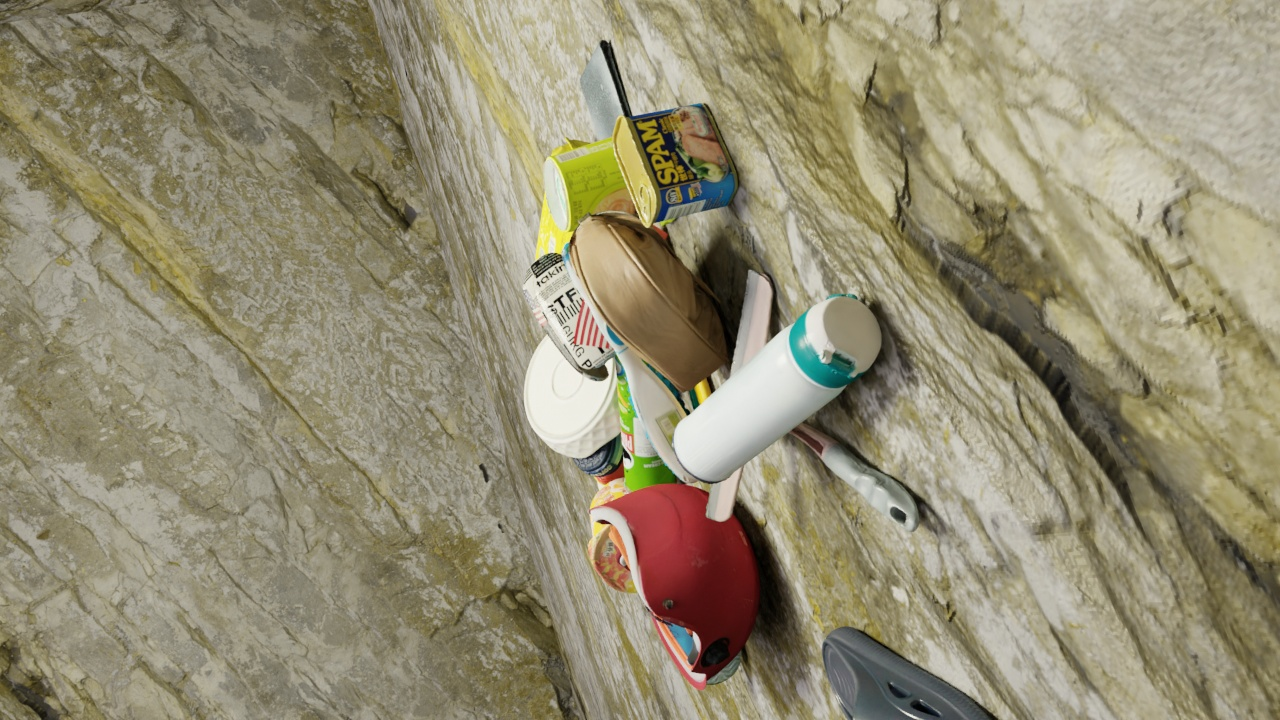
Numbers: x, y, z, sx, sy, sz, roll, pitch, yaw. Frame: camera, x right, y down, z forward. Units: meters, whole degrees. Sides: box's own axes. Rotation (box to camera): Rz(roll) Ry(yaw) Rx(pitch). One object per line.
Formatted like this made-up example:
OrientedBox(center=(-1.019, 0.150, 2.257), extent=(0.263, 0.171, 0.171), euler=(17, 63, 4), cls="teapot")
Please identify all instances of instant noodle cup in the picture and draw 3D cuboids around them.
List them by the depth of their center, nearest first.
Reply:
OrientedBox(center=(-0.035, -0.187, 0.978), extent=(0.112, 0.123, 0.111), euler=(164, 90, -74), cls="instant noodle cup")
OrientedBox(center=(-0.008, 0.234, 1.274), extent=(0.109, 0.138, 0.138), euler=(-119, 20, -62), cls="instant noodle cup")

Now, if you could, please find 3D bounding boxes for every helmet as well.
OrientedBox(center=(0.060, 0.242, 1.036), extent=(0.207, 0.143, 0.240), euler=(44, 161, 57), cls="helmet")

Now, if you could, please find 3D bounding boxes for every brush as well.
OrientedBox(center=(-0.006, 0.006, 1.021), extent=(0.314, 0.060, 0.109), euler=(61, -179, -11), cls="brush")

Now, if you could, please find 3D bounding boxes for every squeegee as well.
OrientedBox(center=(0.151, 0.077, 0.762), extent=(0.249, 0.040, 0.248), euler=(37, 123, 56), cls="squeegee")

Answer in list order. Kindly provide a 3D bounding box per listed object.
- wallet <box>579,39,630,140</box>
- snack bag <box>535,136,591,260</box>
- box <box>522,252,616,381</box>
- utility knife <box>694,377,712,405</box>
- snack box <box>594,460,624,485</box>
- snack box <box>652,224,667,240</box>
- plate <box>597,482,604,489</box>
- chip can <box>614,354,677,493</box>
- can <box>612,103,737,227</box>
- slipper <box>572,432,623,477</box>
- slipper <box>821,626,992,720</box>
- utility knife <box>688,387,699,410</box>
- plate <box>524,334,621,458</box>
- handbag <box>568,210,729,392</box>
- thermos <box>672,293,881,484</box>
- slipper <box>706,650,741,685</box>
OrientedBox(center=(-0.038, -0.298, 1.075), extent=(0.097, 0.019, 0.121), euler=(157, 95, -73), cls="wallet")
OrientedBox(center=(-0.080, -0.152, 1.182), extent=(0.158, 0.068, 0.247), euler=(-124, 37, -46), cls="snack bag")
OrientedBox(center=(-0.081, -0.050, 1.115), extent=(0.162, 0.075, 0.086), euler=(53, -178, 19), cls="box")
OrientedBox(center=(0.066, 0.016, 1.021), extent=(0.033, 0.015, 0.202), euler=(145, 108, -73), cls="utility knife")
OrientedBox(center=(-0.041, 0.130, 1.368), extent=(0.091, 0.082, 0.080), euler=(-124, 34, -45), cls="snack box")
OrientedBox(center=(-0.013, -0.092, 1.078), extent=(0.027, 0.076, 0.156), euler=(32, 157, 2), cls="snack box")
OrientedBox(center=(-0.024, 0.234, 1.478), extent=(0.165, 0.034, 0.163), euler=(107, 144, -60), cls="plate")
OrientedBox(center=(0.007, 0.067, 1.162), extent=(0.072, 0.072, 0.236), euler=(-127, 28, -52), cls="chip can")
OrientedBox(center=(0.031, -0.181, 0.839), extent=(0.057, 0.083, 0.102), euler=(116, 136, -67), cls="can")
OrientedBox(center=(-0.052, 0.049, 1.317), extent=(0.095, 0.105, 0.252), euler=(29, -136, -45), cls="slipper")
OrientedBox(center=(0.201, 0.304, 0.733), extent=(0.268, 0.083, 0.111), euler=(-157, 52, -71), cls="slipper")
OrientedBox(center=(0.066, 0.047, 1.055), extent=(0.029, 0.013, 0.182), euler=(160, 96, -77), cls="utility knife")
OrientedBox(center=(-0.087, 0.028, 1.262), extent=(0.205, 0.045, 0.204), euler=(-16, 65, 37), cls="plate")
OrientedBox(center=(0.015, -0.061, 0.903), extent=(0.147, 0.100, 0.204), euler=(59, -171, 32), cls="handbag")
OrientedBox(center=(0.106, 0.025, 0.737), extent=(0.225, 0.073, 0.073), euler=(-48, 57, 51), cls="thermos")
OrientedBox(center=(0.054, 0.292, 1.175), extent=(0.245, 0.104, 0.074), euler=(66, 165, 5), cls="slipper")
